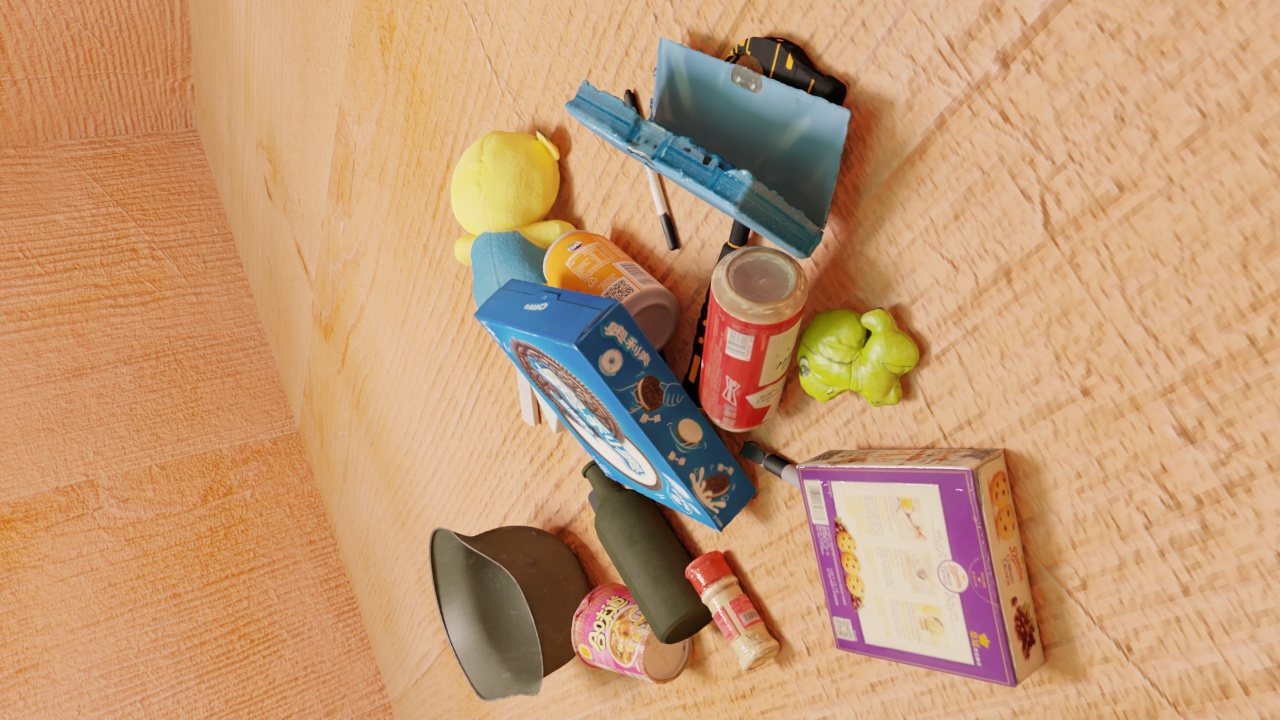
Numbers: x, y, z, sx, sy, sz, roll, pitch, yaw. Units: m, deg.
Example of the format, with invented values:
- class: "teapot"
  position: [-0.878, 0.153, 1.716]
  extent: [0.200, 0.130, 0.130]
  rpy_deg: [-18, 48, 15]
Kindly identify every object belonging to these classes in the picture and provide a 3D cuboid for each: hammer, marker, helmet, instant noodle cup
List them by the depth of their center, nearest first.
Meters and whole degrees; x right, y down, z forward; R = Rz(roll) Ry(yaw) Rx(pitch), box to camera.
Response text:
- class: "hammer"
  position: [0.075, -0.094, 0.733]
  extent: [0.123, 0.036, 0.321]
  rpy_deg: [48, 138, 40]
- class: "marker"
  position: [0.132, 0.098, 0.739]
  extent: [0.140, 0.016, 0.016]
  rpy_deg: [29, 127, 52]
- class: "marker"
  position: [0.009, -0.172, 0.828]
  extent: [0.011, 0.011, 0.152]
  rpy_deg: [-19, 87, 60]
- class: "instant noodle cup"
  position: [-0.004, 0.302, 0.997]
  extent: [0.109, 0.097, 0.098]
  rpy_deg: [3, 106, 51]
- class: "helmet"
  position: [-0.148, 0.304, 1.169]
  extent: [0.268, 0.153, 0.227]
  rpy_deg: [20, 119, 56]

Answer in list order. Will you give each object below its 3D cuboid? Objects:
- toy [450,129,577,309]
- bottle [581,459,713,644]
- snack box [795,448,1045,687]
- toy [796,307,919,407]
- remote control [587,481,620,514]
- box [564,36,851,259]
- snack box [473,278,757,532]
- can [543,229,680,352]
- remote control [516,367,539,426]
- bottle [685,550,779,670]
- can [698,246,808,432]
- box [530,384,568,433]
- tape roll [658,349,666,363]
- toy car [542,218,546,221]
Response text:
- class: "toy"
  position: [-0.139, -0.148, 0.986]
  extent: [0.149, 0.083, 0.214]
  rpy_deg: [-9, 88, 22]
- class: "bottle"
  position: [0.000, 0.188, 0.949]
  extent: [0.206, 0.071, 0.072]
  rpy_deg: [55, 145, 31]
- class: "snack box"
  position: [0.185, 0.134, 0.623]
  extent: [0.148, 0.040, 0.143]
  rpy_deg: [-7, 97, 52]
- class: "toy"
  position: [0.148, -0.002, 0.648]
  extent: [0.093, 0.036, 0.094]
  rpy_deg: [46, 133, 35]
- class: "remote control"
  position: [-0.015, 0.195, 1.009]
  extent: [0.045, 0.008, 0.146]
  rpy_deg: [-44, 55, 21]
- class: "box"
  position: [0.051, -0.172, 0.667]
  extent: [0.102, 0.094, 0.231]
  rpy_deg: [-58, 43, 10]
- class: "snack box"
  position: [-0.024, 0.037, 0.827]
  extent: [0.196, 0.056, 0.239]
  rpy_deg: [16, 148, 55]
- class: "can"
  position: [-0.030, -0.064, 0.876]
  extent: [0.142, 0.079, 0.079]
  rpy_deg: [44, 139, 42]
- class: "remote control"
  position: [-0.147, 0.020, 1.179]
  extent: [0.033, 0.012, 0.131]
  rpy_deg: [22, 122, 52]
- class: "bottle"
  position: [0.085, 0.232, 0.854]
  extent: [0.109, 0.044, 0.044]
  rpy_deg: [57, 146, 28]
- class: "can"
  position: [0.081, -0.011, 0.689]
  extent: [0.067, 0.067, 0.170]
  rpy_deg: [57, 162, 29]
- class: "box"
  position: [-0.116, -0.027, 1.070]
  extent: [0.197, 0.049, 0.137]
  rpy_deg: [61, 140, 26]
- class: "tape roll"
  position: [-0.005, 0.005, 0.928]
  extent: [0.093, 0.016, 0.091]
  rpy_deg: [50, 142, 37]
- class: "toy car"
  position: [-0.146, -0.119, 1.054]
  extent: [0.039, 0.039, 0.113]
  rpy_deg: [34, 108, 40]
